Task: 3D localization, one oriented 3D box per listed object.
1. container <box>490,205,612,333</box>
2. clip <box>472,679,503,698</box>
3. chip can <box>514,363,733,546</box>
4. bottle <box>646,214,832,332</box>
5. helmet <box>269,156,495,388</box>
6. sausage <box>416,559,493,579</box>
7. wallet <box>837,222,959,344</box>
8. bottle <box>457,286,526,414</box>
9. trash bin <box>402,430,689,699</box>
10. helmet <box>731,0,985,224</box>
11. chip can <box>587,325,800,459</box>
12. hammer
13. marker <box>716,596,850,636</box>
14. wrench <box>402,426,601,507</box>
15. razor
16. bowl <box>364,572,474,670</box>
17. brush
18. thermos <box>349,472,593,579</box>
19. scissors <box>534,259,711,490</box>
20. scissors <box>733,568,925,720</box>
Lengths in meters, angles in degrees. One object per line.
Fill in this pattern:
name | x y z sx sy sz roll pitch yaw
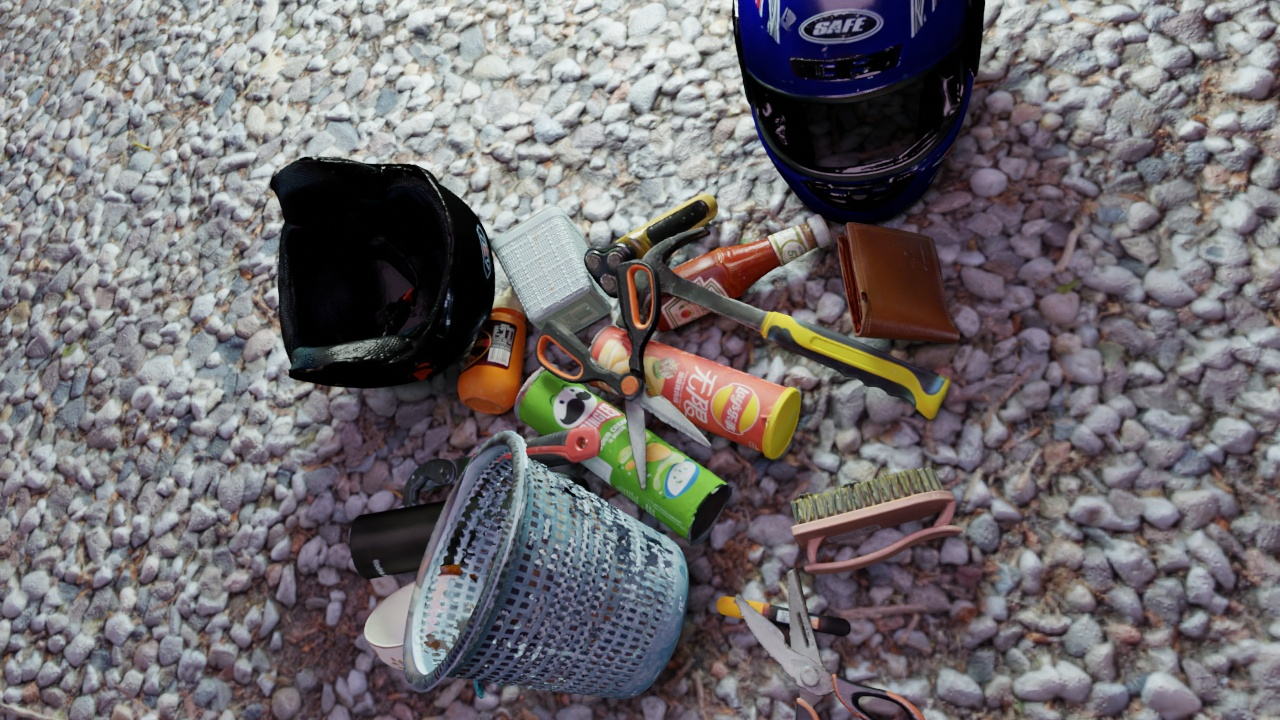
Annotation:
container | -0.095 -0.091 1.011 0.090 0.090 0.111 -28 67 8
clip | -0.162 0.310 0.926 0.038 0.013 0.055 -35 63 4
chip can | -0.021 0.092 0.925 0.236 0.072 0.072 33 84 26
bottle | 0.099 -0.094 0.959 0.206 0.060 0.059 -24 64 9
helmet | -0.266 -0.087 0.977 0.275 0.229 0.233 -13 81 28
sausage | -0.182 0.217 0.962 0.165 0.021 0.021 2 71 20
wallet | 0.248 -0.073 0.885 0.101 0.032 0.124 5 60 -13
bottle | -0.156 -0.016 1.022 0.067 0.067 0.149 2 64 20
trash bin | -0.075 0.202 0.813 0.227 0.195 0.226 -49 26 35
helmet | 0.210 -0.322 0.906 0.248 0.240 0.315 -2 71 20
chip can | 0.050 0.028 0.924 0.217 0.073 0.073 21 79 25
hammer | 0.142 -0.031 0.898 0.323 0.032 0.126 23 92 13
marker | 0.132 0.237 0.850 0.124 0.015 0.018 6 74 18
wrench | -0.151 0.110 0.952 0.274 0.016 0.056 -19 68 31
razor | 0.018 -0.130 0.979 0.167 0.068 0.062 -36 87 -25
bowl | -0.211 0.271 0.919 0.113 0.113 0.062 -14 109 14
brush | 0.212 0.145 0.829 0.146 0.063 0.073 -16 62 11
thermos | -0.172 0.161 0.933 0.243 0.090 0.068 -13 35 8
scissors | -0.018 0.009 0.897 0.229 0.021 0.221 8 85 30
scissors | 0.163 0.298 0.807 0.226 0.015 0.189 20 81 21
